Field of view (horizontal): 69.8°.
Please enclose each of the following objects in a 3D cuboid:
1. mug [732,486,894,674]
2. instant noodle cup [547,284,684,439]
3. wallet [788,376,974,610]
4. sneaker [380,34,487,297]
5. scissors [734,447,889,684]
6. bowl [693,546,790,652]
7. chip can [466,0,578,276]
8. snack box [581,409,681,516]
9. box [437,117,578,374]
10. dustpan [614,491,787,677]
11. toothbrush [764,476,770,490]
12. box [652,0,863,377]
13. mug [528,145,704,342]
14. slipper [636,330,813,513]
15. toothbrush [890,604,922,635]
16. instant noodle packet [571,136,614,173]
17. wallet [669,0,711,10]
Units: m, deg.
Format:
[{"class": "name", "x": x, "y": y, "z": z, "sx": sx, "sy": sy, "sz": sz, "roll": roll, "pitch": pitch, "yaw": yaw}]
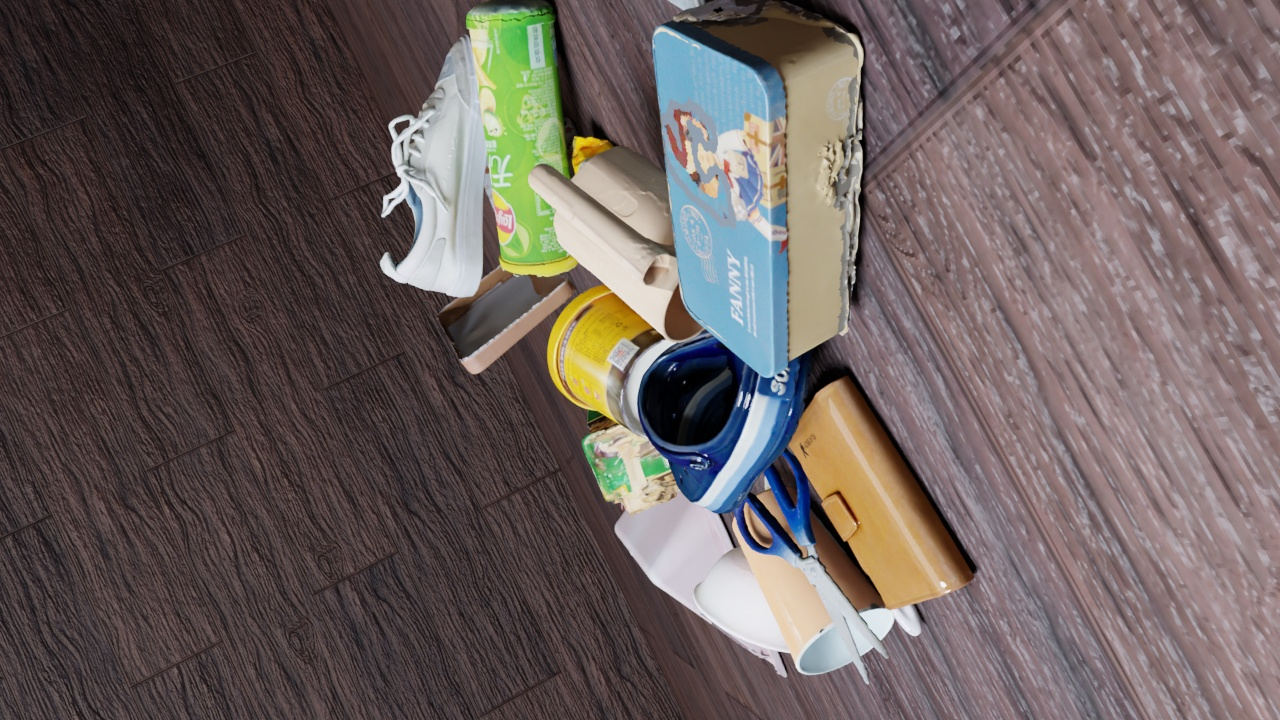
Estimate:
[{"class": "mug", "x": 0.121, "y": 0.156, "z": 0.677, "sx": 0.078, "sy": 0.078, "sz": 0.122, "roll": 77, "pitch": 167, "yaw": -48}, {"class": "instant noodle cup", "x": -0.005, "y": 0.005, "z": 0.796, "sx": 0.114, "sy": 0.118, "sz": 0.118, "roll": 35, "pitch": 149, "yaw": 53}, {"class": "wallet", "x": 0.137, "y": 0.083, "z": 0.552, "sx": 0.131, "sy": 0.031, "sz": 0.108, "roll": 62, "pitch": 166, "yaw": 16}, {"class": "sneaker", "x": -0.185, "y": -0.179, "z": 0.823, "sx": 0.090, "sy": 0.090, "sz": 0.242, "roll": 162, "pitch": 113, "yaw": -65}, {"class": "scissors", "x": 0.115, "y": 0.126, "z": 0.614, "sx": 0.171, "sy": 0.012, "sz": 0.141, "roll": 17, "pitch": 104, "yaw": 58}, {"class": "bowl", "x": 0.108, "y": 0.182, "z": 0.757, "sx": 0.118, "sy": 0.118, "sz": 0.065, "roll": -143, "pitch": 67, "yaw": -65}, {"class": "chip can", "x": -0.096, "y": -0.185, "z": 0.767, "sx": 0.072, "sy": 0.072, "sz": 0.221, "roll": -136, "pitch": 37, "yaw": -58}, {"class": "snack box", "x": 0.000, "y": 0.072, "z": 0.936, "sx": 0.105, "sy": 0.118, "sz": 0.118, "roll": -116, "pitch": 6, "yaw": -56}, {"class": "box", "x": -0.143, "y": -0.135, "z": 0.915, "sx": 0.156, "sy": 0.226, "sz": 0.180, "roll": 52, "pitch": 176, "yaw": -26}, {"class": "dustpan", "x": 0.085, "y": 0.220, "z": 1.105, "sx": 0.273, "sy": 0.139, "sz": 0.222, "roll": 38, "pitch": 177, "yaw": -24}, {"class": "toothbrush", "x": 0.121, "y": 0.160, "z": 0.800, "sx": 0.016, "sy": 0.018, "sz": 0.191, "roll": 48, "pitch": 160, "yaw": 48}, {"class": "box", "x": 0.057, "y": -0.076, "z": 0.446, "sx": 0.090, "sy": 0.059, "sz": 0.184, "roll": 43, "pitch": 151, "yaw": 44}, {"class": "mug", "x": -0.002, "y": -0.075, "z": 0.559, "sx": 0.103, "sy": 0.084, "sz": 0.124, "roll": 41, "pitch": -163, "yaw": 25}, {"class": "slipper", "x": 0.044, "y": 0.037, "z": 0.627, "sx": 0.253, "sy": 0.095, "sz": 0.105, "roll": 119, "pitch": 167, "yaw": -71}, {"class": "toothbrush", "x": 0.138, "y": 0.103, "z": 0.621, "sx": 0.180, "sy": 0.016, "sz": 0.016, "roll": 61, "pitch": 176, "yaw": 16}, {"class": "instant noodle packet", "x": -0.018, "y": -0.114, "z": 0.759, "sx": 0.110, "sy": 0.044, "sz": 0.128, "roll": 53, "pitch": 161, "yaw": 49}, {"class": "wallet", "x": -0.001, "y": -0.236, "z": 0.456, "sx": 0.129, "sy": 0.037, "sz": 0.106, "roll": 54, "pitch": 175, "yaw": 43}]
